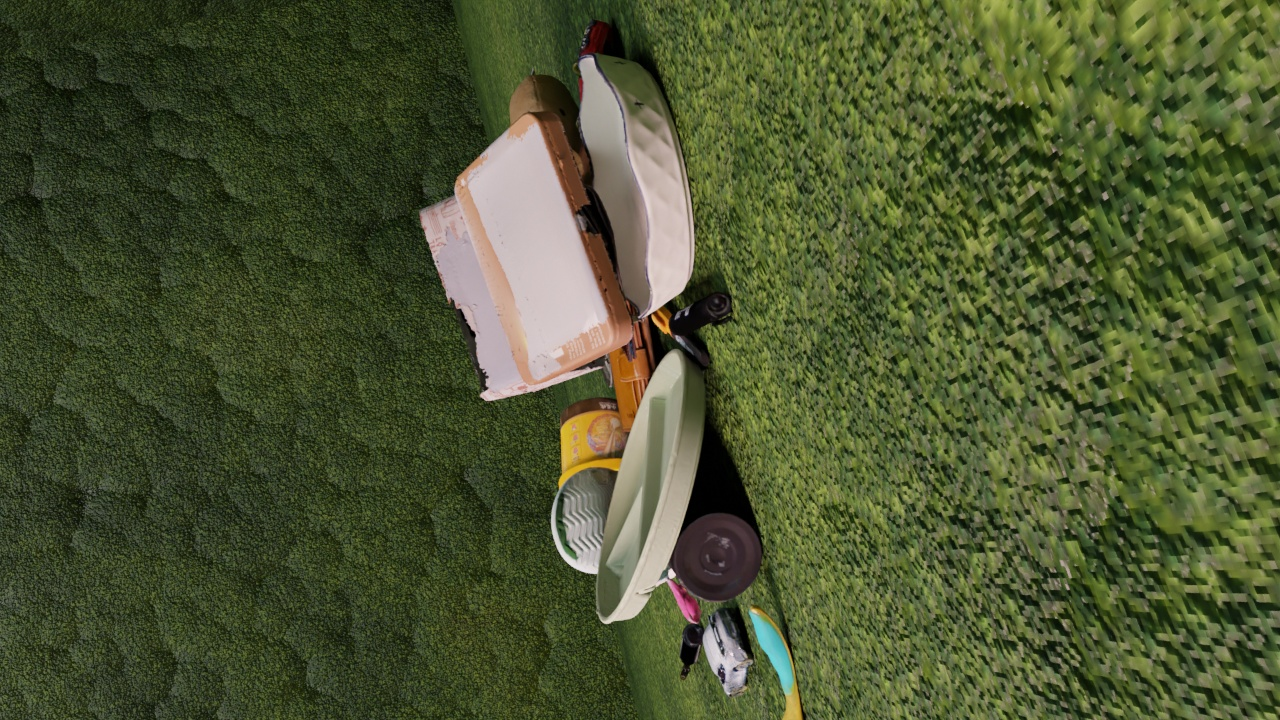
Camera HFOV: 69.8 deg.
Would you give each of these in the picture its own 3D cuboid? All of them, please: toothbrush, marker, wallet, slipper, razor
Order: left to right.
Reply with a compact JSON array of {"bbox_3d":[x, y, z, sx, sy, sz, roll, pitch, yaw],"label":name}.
[{"bbox_3d":[-0.028,-0.071,0.756,0.096,0.020,0.122,-114,9,-48],"label":"wallet"},{"bbox_3d":[-0.027,0.170,0.946,0.245,0.074,0.104,16,-131,-63],"label":"slipper"},{"bbox_3d":[-0.005,0.005,0.905,0.119,0.035,0.130,163,98,-79],"label":"wallet"},{"bbox_3d":[0.033,-0.021,0.759,0.124,0.015,0.018,-129,19,-64],"label":"marker"},{"bbox_3d":[0.061,0.373,1.159,0.213,0.026,0.027,91,-159,-59],"label":"toothbrush"},{"bbox_3d":[0.043,-0.032,0.668,0.022,0.020,0.132,51,171,-3],"label":"marker"},{"bbox_3d":[0.102,0.238,0.679,0.043,0.028,0.132,4,113,56],"label":"razor"}]

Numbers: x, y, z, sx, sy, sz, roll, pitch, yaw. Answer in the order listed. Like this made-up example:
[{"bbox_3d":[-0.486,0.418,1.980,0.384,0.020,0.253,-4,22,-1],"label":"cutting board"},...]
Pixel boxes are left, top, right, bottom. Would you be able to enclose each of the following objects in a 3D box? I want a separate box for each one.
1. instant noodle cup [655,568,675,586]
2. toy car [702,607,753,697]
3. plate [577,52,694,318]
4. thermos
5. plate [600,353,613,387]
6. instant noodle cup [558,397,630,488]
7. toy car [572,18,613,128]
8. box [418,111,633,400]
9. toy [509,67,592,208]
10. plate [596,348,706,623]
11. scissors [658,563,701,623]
[{"bbox_3d":[-0.014,0.228,1.168,0.123,0.116,0.116,58,164,25],"label":"instant noodle cup"},{"bbox_3d":[0.080,0.277,0.864,0.121,0.036,0.054,82,169,-52],"label":"toy car"},{"bbox_3d":[-0.005,-0.137,0.713,0.205,0.045,0.205,166,91,-82],"label":"plate"},{"bbox_3d":[0.038,0.130,0.798,0.242,0.068,0.090,-160,70,-80],"label":"thermos"},{"bbox_3d":[-0.052,-0.054,1.218,0.179,0.024,0.179,165,91,-83],"label":"plate"},{"bbox_3d":[-0.056,0.121,1.234,0.119,0.118,0.114,91,170,-59],"label":"instant noodle cup"},{"bbox_3d":[-0.037,-0.236,0.782,0.106,0.031,0.049,96,-173,-59],"label":"toy car"},{"bbox_3d":[-0.094,-0.069,0.745,0.272,0.132,0.179,150,101,-77],"label":"box"},{"bbox_3d":[-0.084,-0.210,0.891,0.225,0.082,0.143,-90,-25,-78],"label":"toy"},{"bbox_3d":[0.008,0.103,0.754,0.230,0.027,0.230,-165,91,-81],"label":"plate"},{"bbox_3d":[0.030,0.238,1.044,0.133,0.017,0.131,53,-162,-18],"label":"scissors"}]
